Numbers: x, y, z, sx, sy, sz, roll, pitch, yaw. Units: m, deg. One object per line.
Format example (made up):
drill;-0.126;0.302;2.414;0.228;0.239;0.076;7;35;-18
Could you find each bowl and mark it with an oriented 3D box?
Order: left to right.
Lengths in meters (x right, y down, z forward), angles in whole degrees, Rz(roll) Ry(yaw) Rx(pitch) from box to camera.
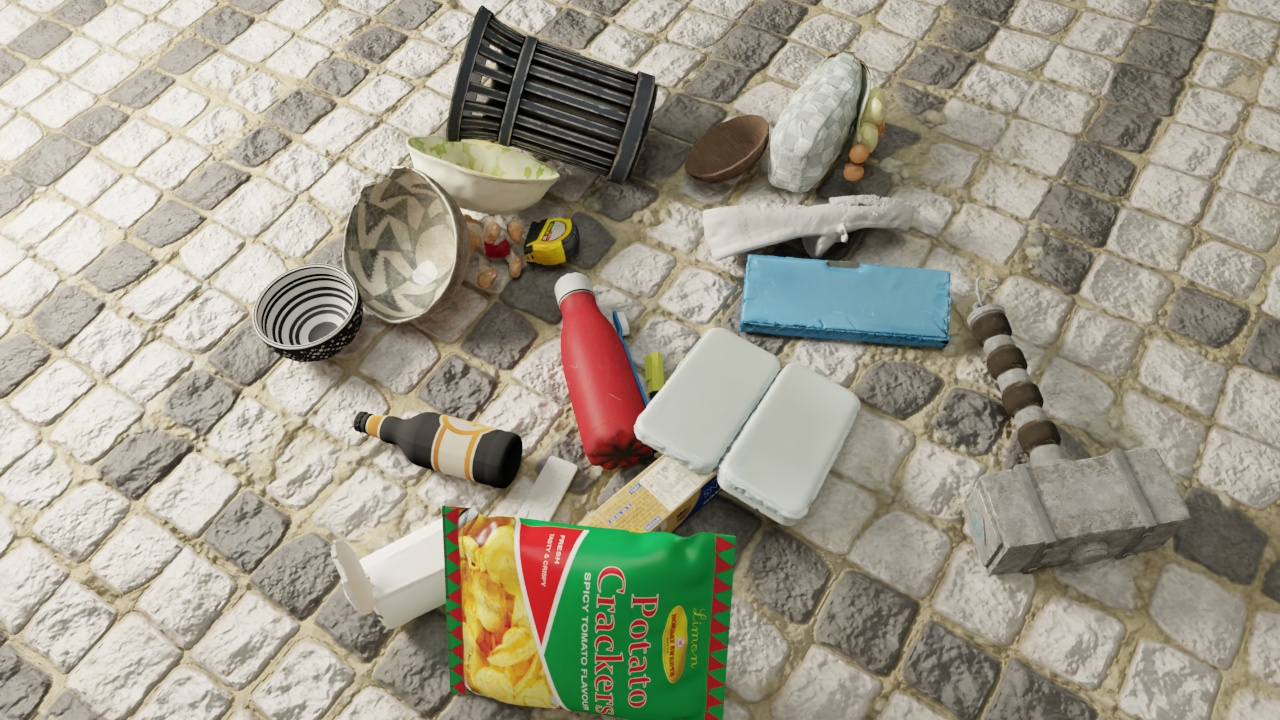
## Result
bowl;-0.376;-0.045;1.062;0.120;0.066;0.120;-2;57;4
bowl;-0.260;-0.132;1.081;0.179;0.081;0.178;1;92;32
bowl;-0.198;-0.224;1.134;0.188;0.060;0.219;8;21;-16
bowl;0.115;-0.262;1.164;0.118;0.030;0.117;-23;39;20

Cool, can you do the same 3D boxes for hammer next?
hammer;0.388;0.048;0.926;0.177;0.080;0.325;-9;57;-1

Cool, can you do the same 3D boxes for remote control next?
remote control;-0.106;0.158;0.939;0.033;0.012;0.130;20;61;15

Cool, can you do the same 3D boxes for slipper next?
slipper;0.199;-0.157;1.080;0.247;0.075;0.112;-7;18;-3

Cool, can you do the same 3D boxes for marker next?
marker;0.017;0.047;0.995;0.021;0.018;0.123;23;50;-34

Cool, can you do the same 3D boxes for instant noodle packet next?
instant noodle packet;-0.049;0.227;0.804;0.253;0.196;0.090;5;19;8

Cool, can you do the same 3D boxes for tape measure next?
tape measure;-0.106;-0.143;1.118;0.064;0.037;0.065;-3;43;9

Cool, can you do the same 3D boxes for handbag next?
handbag;0.234;-0.280;1.137;0.123;0.113;0.171;29;64;13

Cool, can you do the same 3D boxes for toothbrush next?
toothbrush;-0.006;0.006;1.016;0.014;0.016;0.166;-11;50;-11

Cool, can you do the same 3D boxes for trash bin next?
trash bin;-0.105;-0.316;1.131;0.227;0.165;0.164;16;58;-9

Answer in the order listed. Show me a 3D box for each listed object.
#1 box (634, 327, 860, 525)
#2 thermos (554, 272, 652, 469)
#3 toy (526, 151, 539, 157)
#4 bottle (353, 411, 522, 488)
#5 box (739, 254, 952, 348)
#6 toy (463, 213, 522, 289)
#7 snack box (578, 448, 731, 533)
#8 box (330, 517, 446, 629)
box;0.113;0.055;0.927;0.189;0.037;0.208;33;44;10
thermos;-0.049;0.002;0.999;0.073;0.073;0.239;-15;56;-5
toy;-0.127;-0.323;1.234;0.092;0.046;0.115;2;66;1
bottle;-0.218;0.085;0.968;0.182;0.059;0.059;13;59;13
box;0.229;-0.069;1.032;0.232;0.052;0.093;6;59;9
toy;-0.191;-0.147;1.108;0.074;0.085;0.106;-26;46;-37
snack box;0.012;0.145;0.912;0.206;0.057;0.056;-37;63;-19
box;-0.212;0.188;0.849;0.106;0.150;0.080;-26;70;-9
